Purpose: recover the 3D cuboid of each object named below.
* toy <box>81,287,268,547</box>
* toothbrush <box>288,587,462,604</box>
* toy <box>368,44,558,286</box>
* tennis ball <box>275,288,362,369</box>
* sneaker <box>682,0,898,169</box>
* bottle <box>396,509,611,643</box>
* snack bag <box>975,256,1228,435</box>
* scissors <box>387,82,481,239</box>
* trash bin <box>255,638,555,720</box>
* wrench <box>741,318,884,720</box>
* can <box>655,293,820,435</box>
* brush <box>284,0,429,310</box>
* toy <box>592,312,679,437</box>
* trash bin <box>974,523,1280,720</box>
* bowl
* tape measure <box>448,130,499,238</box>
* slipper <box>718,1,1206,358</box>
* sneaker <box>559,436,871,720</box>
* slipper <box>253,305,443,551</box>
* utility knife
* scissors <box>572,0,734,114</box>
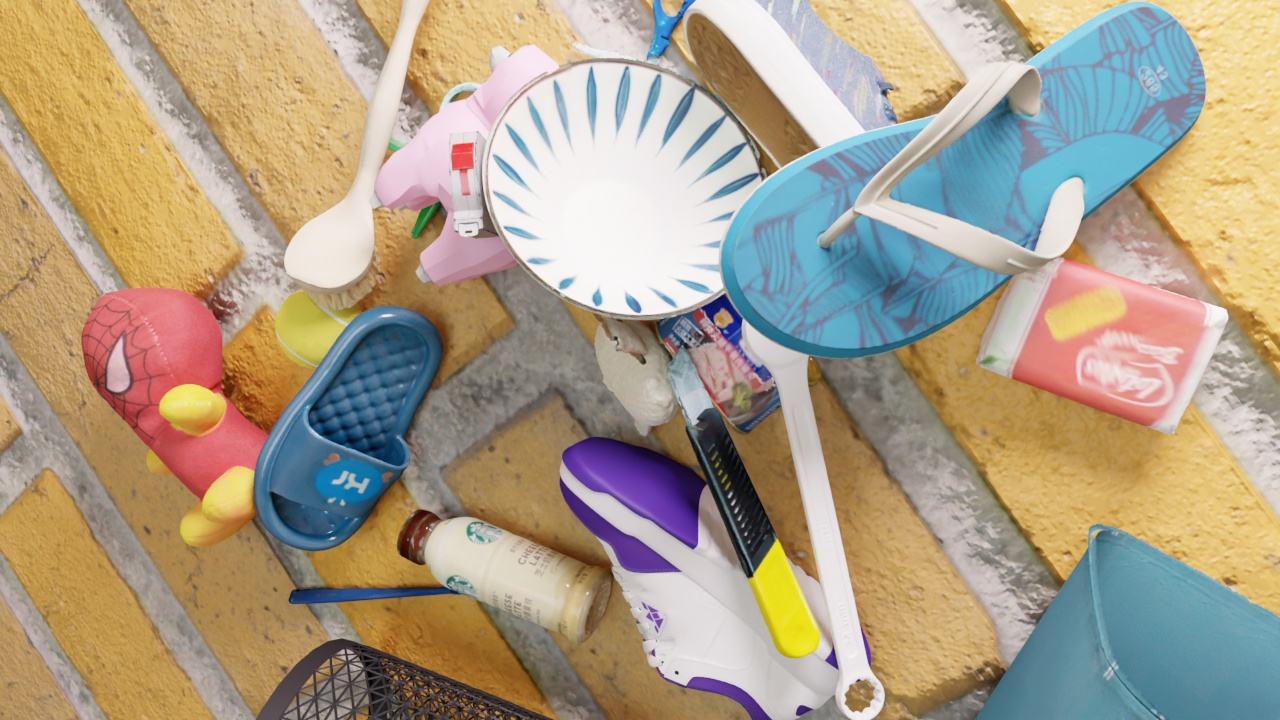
[{"bbox_3d":[-0.369,0.038,0.741,0.148,0.098,0.216,-30,89,39],"label":"toy"},{"bbox_3d":[-0.213,0.188,0.758,0.190,0.016,0.017,-9,89,21],"label":"toothbrush"},{"bbox_3d":[-0.101,-0.130,0.621,0.158,0.067,0.123,-34,92,11],"label":"toy"},{"bbox_3d":[-0.245,-0.026,0.702,0.065,0.065,0.065,4,101,19],"label":"tennis ball"},{"bbox_3d":[0.125,-0.135,0.544,0.079,0.087,0.235,-38,90,-10],"label":"sneaker"},{"bbox_3d":[-0.105,0.157,0.690,0.162,0.056,0.056,18,105,16],"label":"bottle"},{"bbox_3d":[0.265,-0.013,0.534,0.116,0.036,0.077,22,106,15],"label":"snack bag"},{"bbox_3d":[-0.137,-0.143,0.670,0.125,0.011,0.131,26,106,12],"label":"scissors"},{"bbox_3d":[-0.138,0.339,0.665,0.243,0.216,0.217,9,103,11],"label":"trash bin"},{"bbox_3d":[0.109,0.089,0.560,0.047,0.009,0.273,-14,94,-12],"label":"wrench"},{"bbox_3d":[0.063,-0.008,0.601,0.059,0.053,0.100,-41,84,24],"label":"can"},{"bbox_3d":[-0.188,-0.166,0.651,0.062,0.077,0.272,19,97,-7],"label":"brush"},{"bbox_3d":[-0.004,0.004,0.613,0.087,0.050,0.112,58,160,34],"label":"toy"},{"bbox_3d":[0.276,0.251,0.505,0.196,0.198,0.219,32,115,13],"label":"trash bin"},{"bbox_3d":[-0.013,-0.097,0.581,0.177,0.071,0.177,4,70,-12],"label":"bowl"},{"bbox_3d":[-0.100,-0.105,0.561,0.020,0.060,0.062,-4,93,3],"label":"tape measure"},{"bbox_3d":[0.182,-0.092,0.473,0.294,0.060,0.118,-31,103,-6],"label":"slipper"},{"bbox_3d":[0.029,0.158,0.627,0.244,0.091,0.111,39,111,3],"label":"sneaker"},{"bbox_3d":[-0.219,0.056,0.690,0.214,0.103,0.059,-61,36,13],"label":"slipper"},{"bbox_3d":[0.060,0.086,0.569,0.028,0.020,0.203,-20,83,-18],"label":"utility knife"},{"bbox_3d":[0.012,-0.197,0.606,0.127,0.014,0.134,23,111,19],"label":"scissors"}]
